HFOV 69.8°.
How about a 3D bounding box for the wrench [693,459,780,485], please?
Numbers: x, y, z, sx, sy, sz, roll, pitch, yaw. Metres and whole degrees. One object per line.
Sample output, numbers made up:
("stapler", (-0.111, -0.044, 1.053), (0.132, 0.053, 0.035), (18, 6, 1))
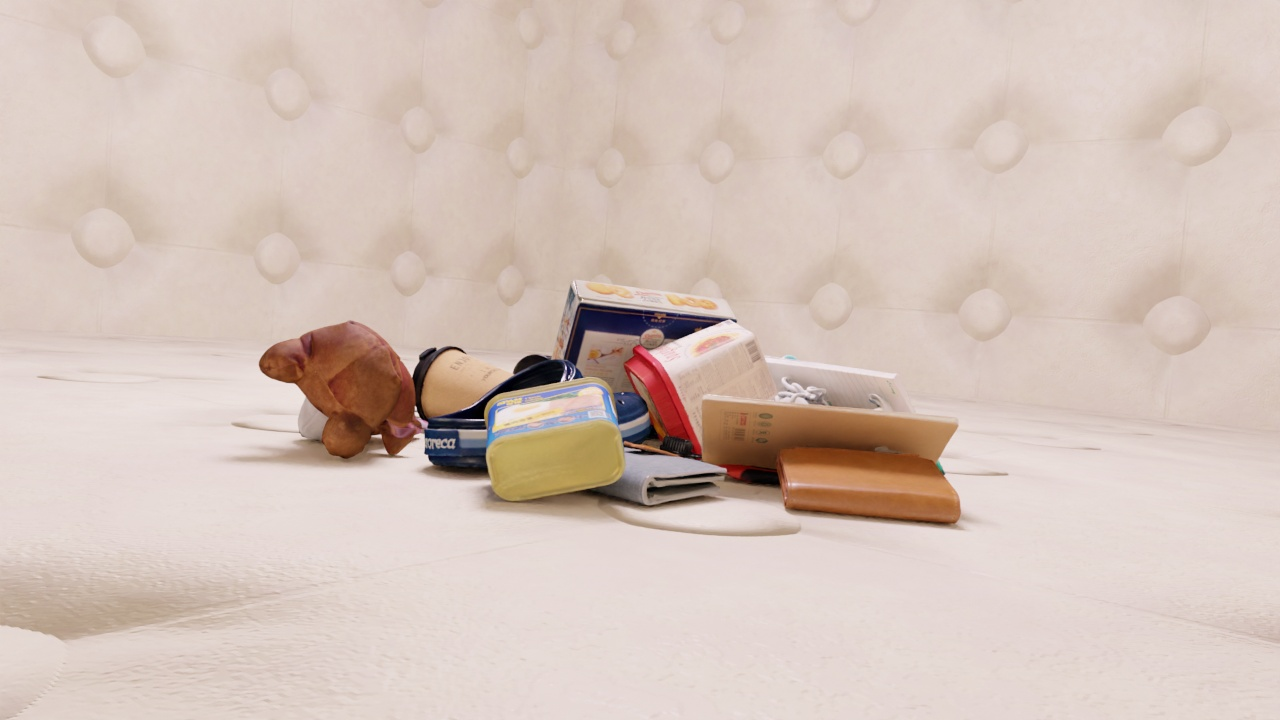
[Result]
("wrench", (0.113, 0.103, 0.817), (0.274, 0.016, 0.056), (5, 2, 18))

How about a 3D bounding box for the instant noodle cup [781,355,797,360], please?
("instant noodle cup", (0.145, 0.050, 1.218), (0.121, 0.111, 0.111), (-3, -2, 34))

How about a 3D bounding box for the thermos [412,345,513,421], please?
("thermos", (-0.176, 0.039, 1.005), (0.143, 0.093, 0.093), (14, 6, 24))

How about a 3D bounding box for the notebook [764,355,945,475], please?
("notebook", (0.217, 0.057, 1.004), (0.209, 0.012, 0.150), (8, -40, 50))

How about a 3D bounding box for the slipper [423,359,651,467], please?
("slipper", (-0.093, 0.046, 0.839), (0.105, 0.095, 0.252), (3, 4, 38))

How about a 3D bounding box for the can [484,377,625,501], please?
("can", (-0.064, 0.058, 0.680), (0.102, 0.057, 0.083), (-10, 20, -4))

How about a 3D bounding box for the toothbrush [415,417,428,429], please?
("toothbrush", (-0.249, 0.068, 0.985), (0.188, 0.016, 0.017), (7, 13, 40))

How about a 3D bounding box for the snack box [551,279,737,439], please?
("snack box", (-0.006, 0.006, 1.020), (0.177, 0.183, 0.045), (6, 35, -18))

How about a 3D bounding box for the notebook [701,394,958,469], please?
("notebook", (0.158, 0.074, 0.811), (0.208, 0.008, 0.148), (5, -28, 7))

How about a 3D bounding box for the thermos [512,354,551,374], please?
("thermos", (-0.106, 0.040, 1.253), (0.090, 0.068, 0.242), (50, 5, 8))

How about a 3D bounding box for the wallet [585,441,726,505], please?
("wallet", (-0.009, 0.085, 0.740), (0.130, 0.037, 0.106), (7, 4, 43))

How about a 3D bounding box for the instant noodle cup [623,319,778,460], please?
("instant noodle cup", (0.064, 0.024, 0.947), (0.124, 0.117, 0.116), (-27, 20, -8))

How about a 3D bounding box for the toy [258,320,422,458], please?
("toy", (-0.264, 0.031, 0.841), (0.130, 0.140, 0.199), (-37, 3, -2))

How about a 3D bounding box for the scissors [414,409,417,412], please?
("scissors", (-0.195, 0.068, 1.118), (0.223, 0.015, 0.189), (3, 3, -15))

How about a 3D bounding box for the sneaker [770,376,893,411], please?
("sneaker", (0.150, 0.063, 0.966), (0.243, 0.090, 0.089), (5, 1, 37))

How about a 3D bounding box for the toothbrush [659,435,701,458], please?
("toothbrush", (0.112, 0.095, 0.888), (0.189, 0.018, 0.014), (9, 17, 3))

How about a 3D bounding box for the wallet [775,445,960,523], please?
("wallet", (0.178, 0.098, 0.740), (0.132, 0.031, 0.107), (5, 14, 2))
